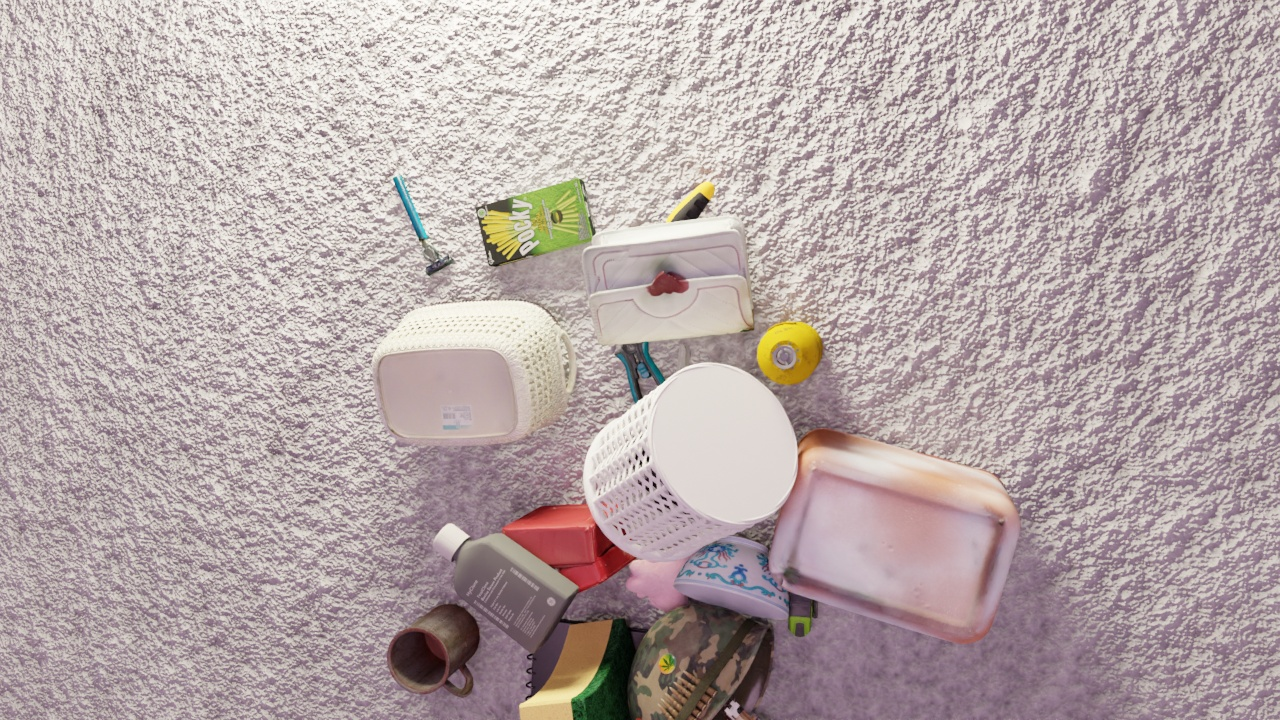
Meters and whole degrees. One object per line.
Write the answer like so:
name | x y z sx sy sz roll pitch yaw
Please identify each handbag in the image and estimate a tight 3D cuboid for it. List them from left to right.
handbag | 0.036 -0.092 1.125 0.199 0.096 0.142 -7 110 9

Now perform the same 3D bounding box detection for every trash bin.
trash bin | 0.286 0.199 1.065 0.260 0.157 0.181 16 97 13

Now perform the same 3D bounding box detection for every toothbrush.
toothbrush | 0.026 -0.150 1.169 0.197 0.031 0.031 -48 39 15

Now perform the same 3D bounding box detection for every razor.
razor | -0.305 -0.188 1.252 0.042 0.022 0.144 -26 87 13

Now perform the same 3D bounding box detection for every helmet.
helmet | 0.095 0.417 1.109 0.236 0.193 0.224 16 70 22

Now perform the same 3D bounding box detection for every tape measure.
tape measure | 0.202 0.310 1.143 0.036 0.058 0.065 1 94 10

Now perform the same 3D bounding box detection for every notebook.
notebook | -0.076 0.470 1.246 0.169 0.019 0.231 3 95 13

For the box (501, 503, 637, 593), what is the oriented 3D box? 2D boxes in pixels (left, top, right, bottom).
box | -0.088 0.233 1.162 0.136 0.157 0.117 -20 84 13

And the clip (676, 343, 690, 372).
clip | 0.066 0.032 1.172 0.054 0.040 0.101 10 98 26

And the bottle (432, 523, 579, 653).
bottle | -0.167 0.255 1.079 0.174 0.046 0.084 34 101 11

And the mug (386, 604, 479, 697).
mug | -0.267 0.400 1.243 0.096 0.110 0.123 -43 84 18

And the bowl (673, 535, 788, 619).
bowl | 0.119 0.262 1.132 0.144 0.144 0.074 12 68 13

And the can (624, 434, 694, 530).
can | 0.031 0.160 1.177 0.054 0.054 0.137 -36 85 14

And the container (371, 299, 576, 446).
container | -0.222 0.023 1.184 0.252 0.143 0.185 -2 107 14

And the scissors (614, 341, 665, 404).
scissors | 0.002 0.007 1.190 0.151 0.019 0.130 22 94 16

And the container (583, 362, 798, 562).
container | 0.054 0.121 1.059 0.189 0.188 0.187 55 147 5

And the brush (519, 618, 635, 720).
brush | -0.057 0.449 1.102 0.075 0.249 0.195 -11 96 12

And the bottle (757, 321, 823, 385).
bottle | 0.174 -0.010 1.072 0.071 0.163 0.071 1 94 14

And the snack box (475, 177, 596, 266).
snack box | -0.138 -0.180 1.208 0.148 0.025 0.080 -13 91 15

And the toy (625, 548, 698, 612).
toy | 0.026 0.281 1.182 0.095 0.053 0.099 10 99 -20
